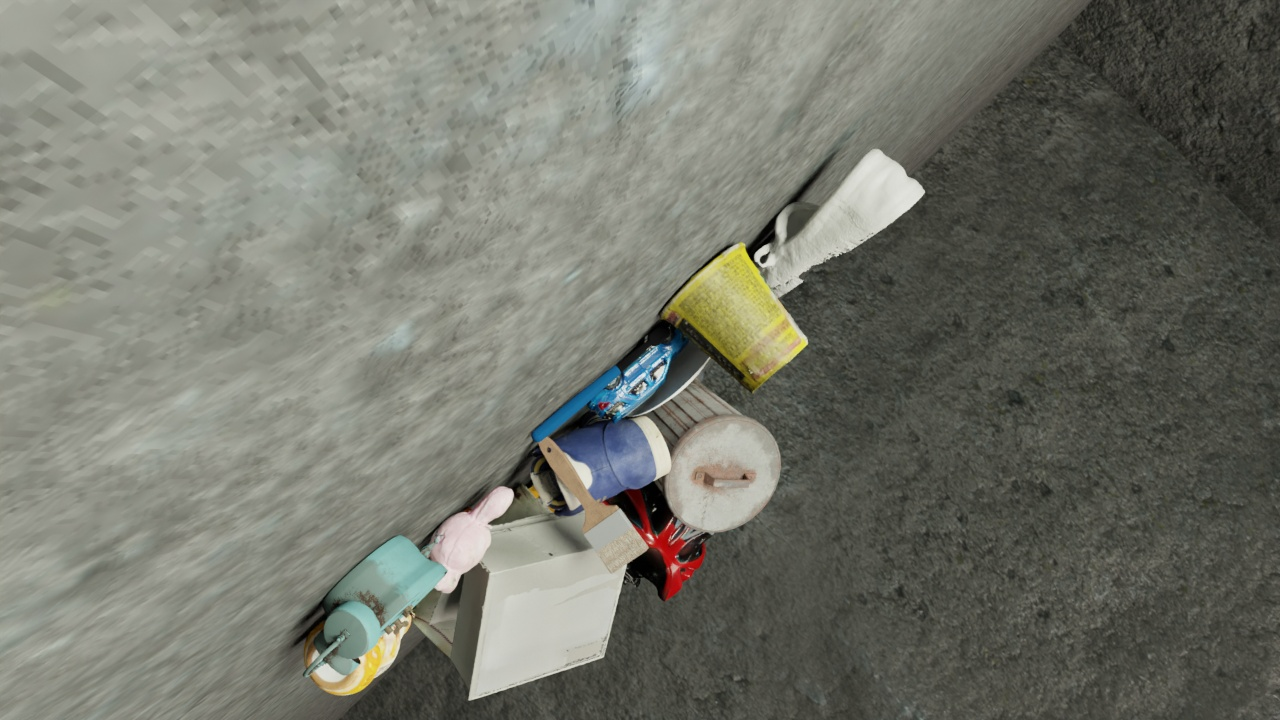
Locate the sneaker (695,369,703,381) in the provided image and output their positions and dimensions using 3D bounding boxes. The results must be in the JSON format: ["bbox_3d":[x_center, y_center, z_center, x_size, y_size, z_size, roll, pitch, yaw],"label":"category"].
[{"bbox_3d":[0.037,0.043,1.264,0.124,0.089,0.240,-52,-174,-16],"label":"sneaker"}]

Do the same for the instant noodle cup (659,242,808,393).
[{"bbox_3d":[0.088,-0.034,0.812,0.102,0.108,0.102,-41,175,-5],"label":"instant noodle cup"}]

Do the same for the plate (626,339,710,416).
[{"bbox_3d":[0.034,0.010,0.925,0.135,0.011,0.134,-40,-163,15],"label":"plate"}]

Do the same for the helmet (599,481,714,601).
[{"bbox_3d":[-0.004,0.191,1.216,0.167,0.217,0.272,-42,-158,-5],"label":"helmet"}]

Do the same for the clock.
[{"bbox_3d":[-0.196,0.180,0.664,0.124,0.053,0.090,-39,172,-43],"label":"clock"}]

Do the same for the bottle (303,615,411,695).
[{"bbox_3d":[-0.230,0.232,0.765,0.063,0.063,0.108,-45,175,10],"label":"bottle"}]

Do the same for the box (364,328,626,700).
[{"bbox_3d":[-0.178,0.147,1.030,0.168,0.403,0.172,-5,134,-35],"label":"box"}]

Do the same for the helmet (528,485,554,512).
[{"bbox_3d":[-0.141,0.254,1.280,0.205,0.131,0.255,-45,176,8],"label":"helmet"}]

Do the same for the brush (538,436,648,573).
[{"bbox_3d":[-0.051,0.125,0.842,0.045,0.143,0.008,-36,176,18],"label":"brush"}]

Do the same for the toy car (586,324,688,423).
[{"bbox_3d":[0.001,0.012,0.884,0.120,0.043,0.056,-43,175,-12],"label":"toy car"}]

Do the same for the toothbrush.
[{"bbox_3d":[-0.034,0.019,0.825,0.167,0.014,0.014,-40,-175,-22],"label":"toothbrush"}]

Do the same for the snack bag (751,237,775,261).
[{"bbox_3d":[0.123,-0.078,1.056,0.225,0.041,0.077,-43,-169,13],"label":"snack bag"}]

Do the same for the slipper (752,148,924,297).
[{"bbox_3d":[0.169,-0.123,0.897,0.112,0.074,0.247,-25,173,-30],"label":"slipper"}]

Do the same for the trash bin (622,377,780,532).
[{"bbox_3d":[0.058,0.093,1.021,0.131,0.131,0.211,-44,-153,-2],"label":"trash bin"}]

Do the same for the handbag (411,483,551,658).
[{"bbox_3d":[-0.165,0.258,1.083,0.198,0.142,0.096,-44,-154,-8],"label":"handbag"}]

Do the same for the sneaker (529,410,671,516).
[{"bbox_3d":[-0.065,0.113,0.967,0.118,0.091,0.233,-23,-174,-20],"label":"sneaker"}]

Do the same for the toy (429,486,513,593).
[{"bbox_3d":[-0.156,0.157,0.831,0.109,0.047,0.064,-49,175,-18],"label":"toy"}]

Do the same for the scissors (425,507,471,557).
[{"bbox_3d":[-0.174,0.162,0.918,0.070,0.013,0.130,-44,174,17],"label":"scissors"}]
